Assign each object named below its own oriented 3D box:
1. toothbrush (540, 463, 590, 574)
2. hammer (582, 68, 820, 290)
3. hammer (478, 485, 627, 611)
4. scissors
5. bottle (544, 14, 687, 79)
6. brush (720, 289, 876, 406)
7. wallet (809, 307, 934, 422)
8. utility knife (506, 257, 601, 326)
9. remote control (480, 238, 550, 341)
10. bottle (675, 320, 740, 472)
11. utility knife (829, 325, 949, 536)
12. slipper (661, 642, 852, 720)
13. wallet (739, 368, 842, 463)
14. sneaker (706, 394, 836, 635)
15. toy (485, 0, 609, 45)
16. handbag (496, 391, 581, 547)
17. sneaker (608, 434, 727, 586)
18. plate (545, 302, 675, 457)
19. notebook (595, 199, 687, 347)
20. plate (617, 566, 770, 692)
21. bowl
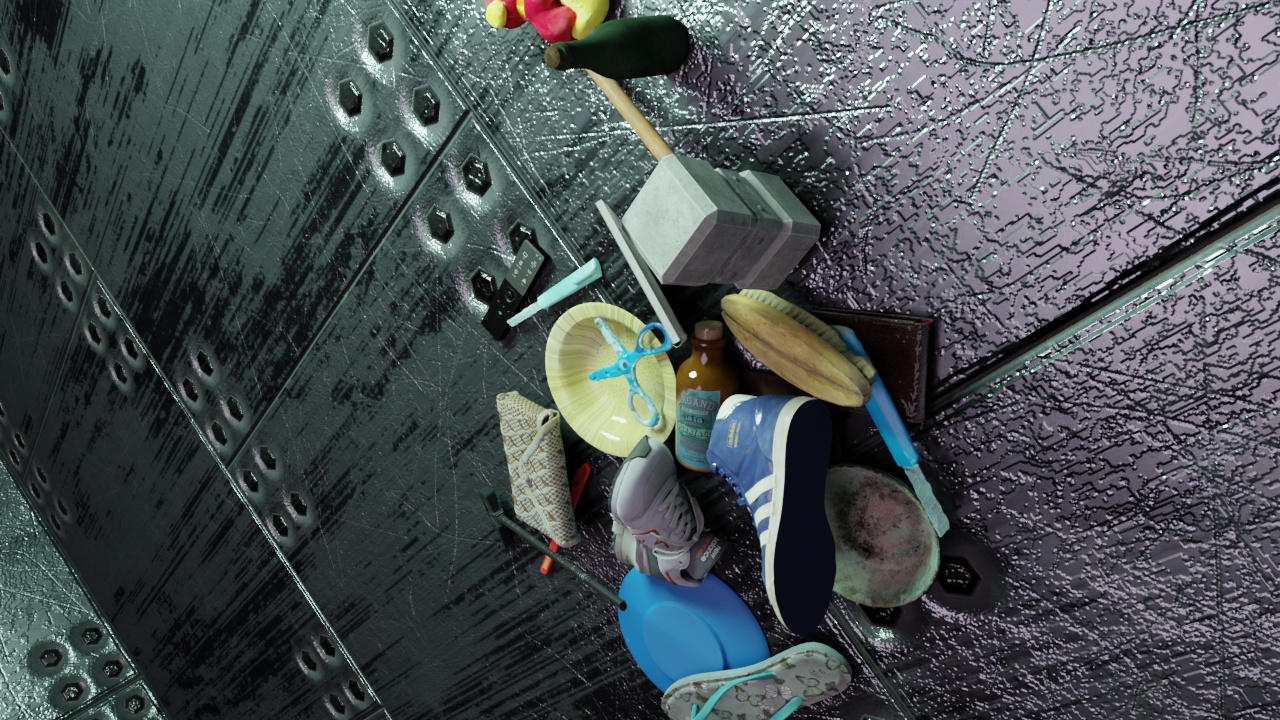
[{"bbox_3d":[-0.103,0.213,1.204,0.012,0.017,0.213,37,127,19],"label":"toothbrush"},{"bbox_3d":[0.016,-0.205,0.872,0.083,0.162,0.317,-53,57,31],"label":"hammer"},{"bbox_3d":[-0.111,0.247,1.149,0.325,0.015,0.095,19,133,53],"label":"hammer"},{"bbox_3d":[-0.005,0.005,0.997,0.140,0.011,0.134,-36,84,41],"label":"scissors"},{"bbox_3d":[-0.025,-0.280,0.829,0.055,0.173,0.055,15,118,32],"label":"bottle"},{"bbox_3d":[0.147,-0.015,0.867,0.195,0.043,0.059,39,144,42],"label":"brush"},{"bbox_3d":[0.215,0.003,0.866,0.120,0.031,0.099,11,113,36],"label":"wallet"},{"bbox_3d":[-0.106,-0.075,1.078,0.167,0.015,0.022,-28,92,37],"label":"utility knife"},{"bbox_3d":[-0.154,-0.084,1.118,0.034,0.013,0.150,46,129,12],"label":"remote control"},{"bbox_3d":[0.071,0.034,0.963,0.068,0.067,0.157,15,117,32],"label":"bottle"},{"bbox_3d":[0.231,0.063,0.849,0.031,0.015,0.221,-29,85,48],"label":"utility knife"},{"bbox_3d":[0.131,0.402,1.070,0.270,0.054,0.098,-32,108,35],"label":"slipper"},{"bbox_3d":[0.150,0.055,0.931,0.116,0.018,0.091,7,115,54],"label":"wallet"},{"bbox_3d":[0.120,0.142,0.909,0.119,0.091,0.233,13,110,52],"label":"sneaker"},{"bbox_3d":[-0.094,-0.361,0.929,0.137,0.067,0.106,5,115,23],"label":"toy"},{"bbox_3d":[-0.133,0.137,1.157,0.124,0.046,0.186,20,122,53],"label":"handbag"},{"bbox_3d":[0.037,0.181,1.024,0.124,0.088,0.240,28,147,17],"label":"sneaker"},{"bbox_3d":[-0.026,0.018,1.049,0.185,0.036,0.184,15,117,31],"label":"plate"},{"bbox_3d":[0.006,-0.079,0.892,0.009,0.209,0.142,-29,90,5],"label":"notebook"},{"bbox_3d":[0.057,0.350,1.137,0.225,0.024,0.225,15,118,32],"label":"plate"},{"bbox_3d":[0.229,0.169,0.919,0.158,0.038,0.158,15,118,32],"label":"bowl"}]
